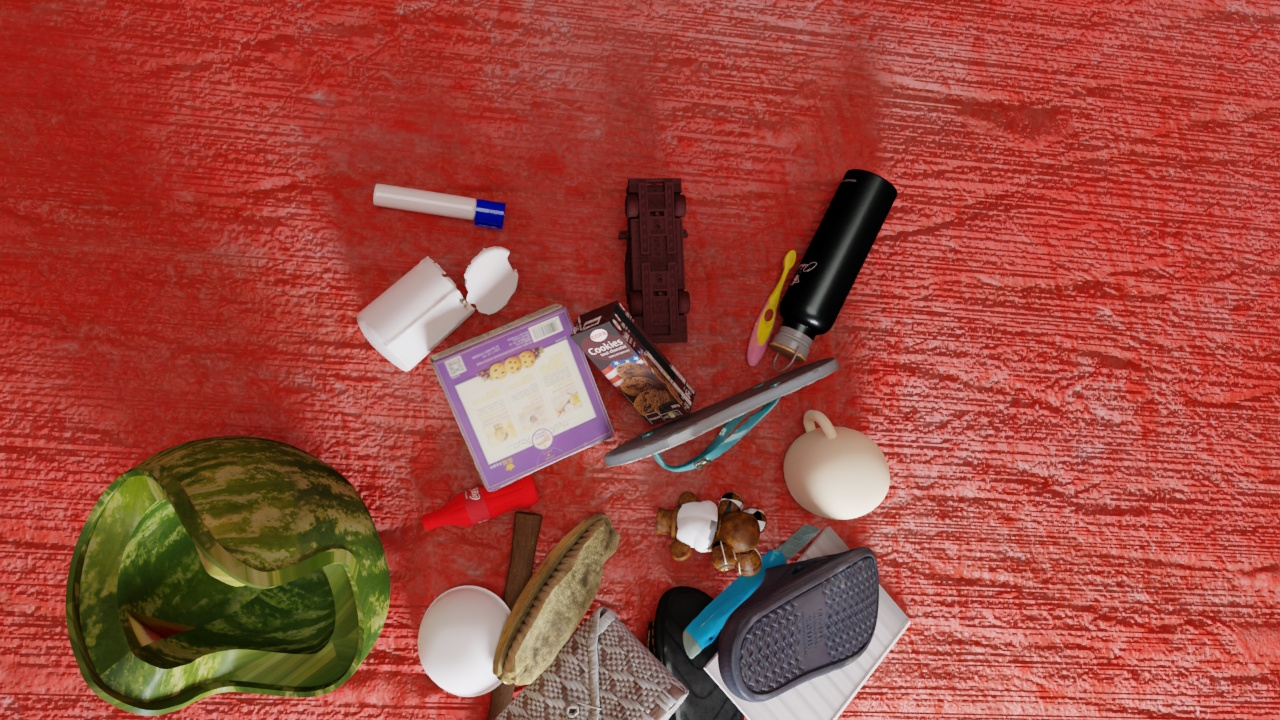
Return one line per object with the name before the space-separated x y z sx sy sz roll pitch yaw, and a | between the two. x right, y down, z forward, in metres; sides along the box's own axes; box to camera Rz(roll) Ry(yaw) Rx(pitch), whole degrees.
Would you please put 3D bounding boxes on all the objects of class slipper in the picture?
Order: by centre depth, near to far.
slipper | 0.151 0.261 0.918 0.267 0.083 0.110 -9 93 -46
slipper | 0.094 0.067 0.954 0.268 0.098 0.054 -24 90 -9
slipper | 0.050 0.373 0.955 0.113 0.076 0.267 5 73 -16

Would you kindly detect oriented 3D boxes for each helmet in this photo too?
helmet | -0.351 0.182 0.823 0.213 0.247 0.243 -47 53 10

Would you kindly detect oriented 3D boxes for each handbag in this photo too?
handbag | -0.056 0.351 0.905 0.124 0.047 0.185 42 86 14

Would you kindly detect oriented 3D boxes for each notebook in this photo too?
notebook | 0.182 0.301 0.972 0.209 0.009 0.142 -42 93 -24

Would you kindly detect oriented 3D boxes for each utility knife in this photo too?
utility knife | 0.118 0.238 0.971 0.205 0.015 0.031 -36 75 -22

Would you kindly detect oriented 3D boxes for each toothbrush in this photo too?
toothbrush | 0.144 -0.057 1.006 0.021 0.016 0.135 21 88 -8

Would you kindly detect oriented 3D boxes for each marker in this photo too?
marker | -0.209 -0.161 0.958 0.133 0.023 0.027 8 109 -7

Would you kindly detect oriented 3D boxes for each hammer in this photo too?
hammer | -0.137 0.320 0.951 0.115 0.033 0.323 8 87 -5

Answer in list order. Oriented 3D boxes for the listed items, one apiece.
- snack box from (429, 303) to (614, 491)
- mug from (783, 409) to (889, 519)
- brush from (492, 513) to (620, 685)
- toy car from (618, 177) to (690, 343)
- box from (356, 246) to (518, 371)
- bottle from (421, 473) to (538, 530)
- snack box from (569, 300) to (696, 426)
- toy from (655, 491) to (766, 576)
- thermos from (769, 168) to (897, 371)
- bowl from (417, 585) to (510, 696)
snack box | -0.118 0.036 0.929 0.143 0.040 0.148 -23 104 -14
mug | 0.206 0.108 0.965 0.096 0.100 0.120 -23 91 -8
brush | -0.082 0.239 0.928 0.059 0.043 0.195 49 62 -29
toy car | 0.016 -0.102 0.966 0.070 0.062 0.170 -2 89 -8
box | -0.200 -0.062 0.927 0.165 0.092 0.083 -44 133 -8
bottle | -0.166 0.149 0.948 0.119 0.036 0.036 -18 91 -7
snack box | -0.006 0.005 0.934 0.141 0.051 0.031 49 40 -29
toy | 0.074 0.178 0.968 0.113 0.067 0.087 5 58 11
thermos | 0.200 -0.091 0.990 0.061 0.061 0.231 28 85 -6
bowl | -0.181 0.284 0.920 0.110 0.040 0.110 -2 81 14
